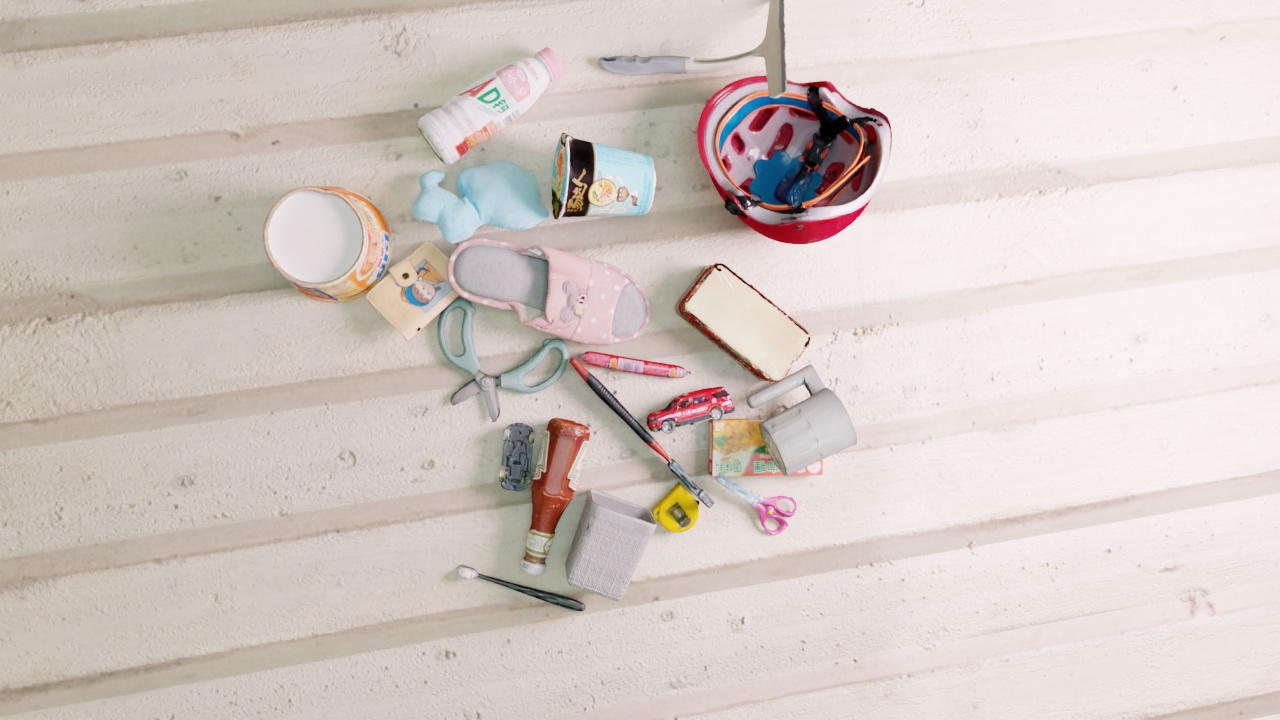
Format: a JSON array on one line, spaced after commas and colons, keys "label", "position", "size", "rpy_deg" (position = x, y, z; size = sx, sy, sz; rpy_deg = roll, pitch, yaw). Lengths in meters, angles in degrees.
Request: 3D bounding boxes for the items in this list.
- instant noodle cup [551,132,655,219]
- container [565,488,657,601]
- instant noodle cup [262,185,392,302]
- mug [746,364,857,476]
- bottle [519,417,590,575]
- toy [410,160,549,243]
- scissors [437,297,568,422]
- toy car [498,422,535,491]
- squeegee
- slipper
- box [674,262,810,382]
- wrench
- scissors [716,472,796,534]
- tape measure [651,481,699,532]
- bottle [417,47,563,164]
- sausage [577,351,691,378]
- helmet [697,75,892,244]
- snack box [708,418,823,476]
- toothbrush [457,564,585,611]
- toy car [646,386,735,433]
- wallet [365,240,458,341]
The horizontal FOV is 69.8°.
[{"label": "instant noodle cup", "position": [-0.046, -0.231, 1.180], "size": [0.120, 0.111, 0.111], "rpy_deg": [3, 92, -15]}, {"label": "container", "position": [-0.044, 0.243, 1.206], "size": [0.090, 0.090, 0.114], "rpy_deg": [21, 92, -7]}, {"label": "instant noodle cup", "position": [-0.391, -0.148, 1.133], "size": [0.151, 0.111, 0.151], "rpy_deg": [0, 92, -7]}, {"label": "mug", "position": [0.210, 0.079, 1.213], "size": [0.103, 0.084, 0.124], "rpy_deg": [-26, 68, -4]}, {"label": "bottle", "position": [-0.117, 0.180, 1.209], "size": [0.060, 0.060, 0.206], "rpy_deg": [14, 91, -8]}, {"label": "toy", "position": [-0.201, -0.209, 1.180], "size": [0.161, 0.050, 0.156], "rpy_deg": [36, 70, 4]}, {"label": "scissors", "position": [-0.188, -0.014, 1.212], "size": [0.173, 0.019, 0.170], "rpy_deg": [-25, 96, -4]}, {"label": "toy car", "position": [-0.163, 0.127, 1.213], "size": [0.043, 0.034, 0.090], "rpy_deg": [5, 90, -5]}, {"label": "squeegee", "position": [0.067, -0.391, 1.196], "size": [0.247, 0.039, 0.245], "rpy_deg": [-3, 49, 11]}, {"label": "slipper", "position": [-0.114, -0.092, 1.190], "size": [0.274, 0.054, 0.114], "rpy_deg": [16, 87, -13]}, {"label": "box", "position": [0.136, -0.048, 1.219], "size": [0.168, 0.079, 0.091], "rpy_deg": [38, 87, -7]}, {"label": "wrench", "position": [0.001, 0.096, 1.226], "size": [0.016, 0.056, 0.273], "rpy_deg": [-44, 93, -6]}, {"label": "scissors", "position": [0.158, 0.186, 1.252], "size": [0.135, 0.017, 0.063], "rpy_deg": [37, 94, -19]}, {"label": "tape measure", "position": [0.051, 0.205, 1.245], "size": [0.060, 0.029, 0.057], "rpy_deg": [-44, 97, -3]}, {"label": "bottle", "position": [-0.188, -0.332, 1.175], "size": [0.197, 0.068, 0.068], "rpy_deg": [-37, 96, -7]}, {"label": "sausage", "position": [-0.007, 0.007, 1.234], "size": [0.156, 0.020, 0.020], "rpy_deg": [9, 91, -7]}, {"label": "helmet", "position": [0.192, -0.247, 1.188], "size": [0.240, 0.144, 0.206], "rpy_deg": [32, 78, 17]}, {"label": "snack box", "position": [0.172, 0.118, 1.257], "size": [0.155, 0.027, 0.077], "rpy_deg": [0, 92, -7]}, {"label": "toothbrush", "position": [-0.159, 0.307, 1.231], "size": [0.181, 0.018, 0.015], "rpy_deg": [19, 87, -9]}, {"label": "toy car", "position": [0.065, 0.066, 1.230], "size": [0.120, 0.053, 0.045], "rpy_deg": [-17, 93, -9]}, {"label": "wallet", "position": [-0.288, -0.093, 1.187], "size": [0.115, 0.024, 0.087], "rpy_deg": [-44, 89, -11]}]
